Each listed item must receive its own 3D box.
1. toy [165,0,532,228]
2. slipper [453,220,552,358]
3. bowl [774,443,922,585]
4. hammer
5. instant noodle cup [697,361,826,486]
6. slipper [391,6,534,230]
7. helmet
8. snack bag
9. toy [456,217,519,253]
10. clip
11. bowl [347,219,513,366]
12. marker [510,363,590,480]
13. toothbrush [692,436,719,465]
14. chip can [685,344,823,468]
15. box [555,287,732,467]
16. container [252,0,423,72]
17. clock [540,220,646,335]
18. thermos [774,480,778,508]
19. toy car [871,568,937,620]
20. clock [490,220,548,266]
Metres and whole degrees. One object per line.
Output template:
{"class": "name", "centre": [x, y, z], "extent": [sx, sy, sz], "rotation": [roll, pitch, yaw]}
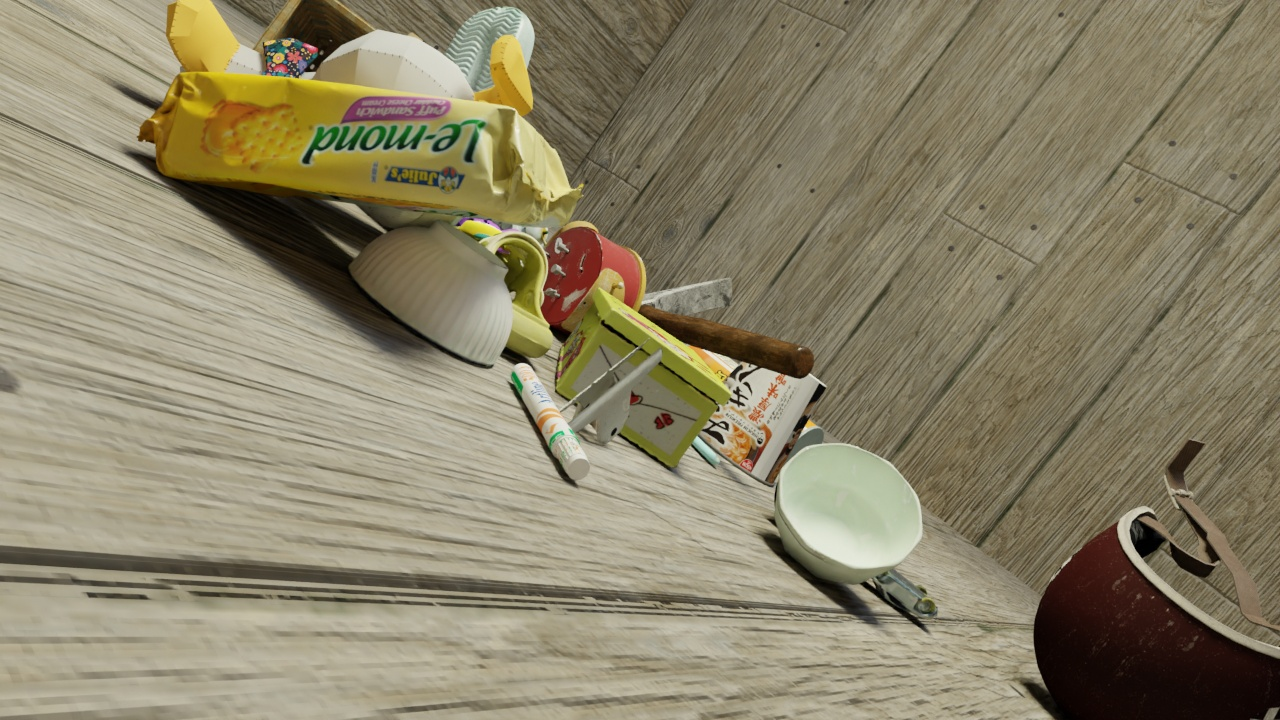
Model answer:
{"class": "toy", "centre": [-0.221, -0.187, 0.730], "extent": [0.268, 0.140, 0.247], "rotation": [1, -31, 14]}
{"class": "slipper", "centre": [-0.122, -0.074, 0.754], "extent": [0.091, 0.082, 0.190], "rotation": [27, 12, -42]}
{"class": "bowl", "centre": [0.159, 0.129, 0.734], "extent": [0.117, 0.117, 0.061], "rotation": [38, -38, 21]}
{"class": "hammer", "centre": [0.099, -0.035, 0.986], "extent": [0.217, 0.037, 0.301], "rotation": [-15, 20, -31]}
{"class": "instant noodle cup", "centre": [0.133, 0.052, 1.007], "extent": [0.123, 0.122, 0.123], "rotation": [36, 6, -5]}
{"class": "slipper", "centre": [-0.163, -0.222, 0.880], "extent": [0.104, 0.245, 0.074], "rotation": [17, -9, 28]}
{"class": "helmet", "centre": [0.499, 0.251, 0.868], "extent": [0.233, 0.254, 0.233], "rotation": [0, 34, -35]}
{"class": "snack bag", "centre": [-0.168, -0.131, 0.581], "extent": [0.247, 0.068, 0.159], "rotation": [8, 7, 5]}
{"class": "toy", "centre": [-0.165, -0.120, 0.894], "extent": [0.106, 0.056, 0.088], "rotation": [-9, 35, -20]}
{"class": "clip", "centre": [-0.021, 0.033, 0.633], "extent": [0.046, 0.101, 0.056], "rotation": [36, -38, 22]}
{"class": "bowl", "centre": [-0.132, -0.055, 0.627], "extent": [0.118, 0.062, 0.118], "rotation": [35, 6, -5]}
{"class": "marker", "centre": [-0.058, 0.035, 0.569], "extent": [0.017, 0.017, 0.145], "rotation": [33, 7, -28]}
{"class": "toothbrush", "centre": [0.035, 0.058, 0.932], "extent": [0.016, 0.016, 0.180], "rotation": [33, 8, -35]}
{"class": "chip can", "centre": [0.136, 0.058, 1.208], "extent": [0.215, 0.075, 0.075], "rotation": [40, 8, 35]}
{"class": "box", "centre": [-0.005, 0.005, 0.807], "extent": [0.124, 0.082, 0.221], "rotation": [35, 7, -7]}
{"class": "container", "centre": [-0.276, -0.254, 0.943], "extent": [0.250, 0.157, 0.186], "rotation": [34, -5, -17]}
{"class": "clock", "centre": [-0.072, -0.092, 0.988], "extent": [0.081, 0.117, 0.159], "rotation": [25, 20, -43]}
{"class": "thermos", "centre": [0.191, 0.134, 0.874], "extent": [0.086, 0.086, 0.198], "rotation": [38, 6, 21]}
{"class": "toy car", "centre": [0.228, 0.202, 0.827], "extent": [0.090, 0.027, 0.038], "rotation": [37, 10, 0]}
{"class": "clock", "centre": [-0.155, -0.148, 1.128], "extent": [0.117, 0.083, 0.057], "rotation": [36, 10, 32]}
